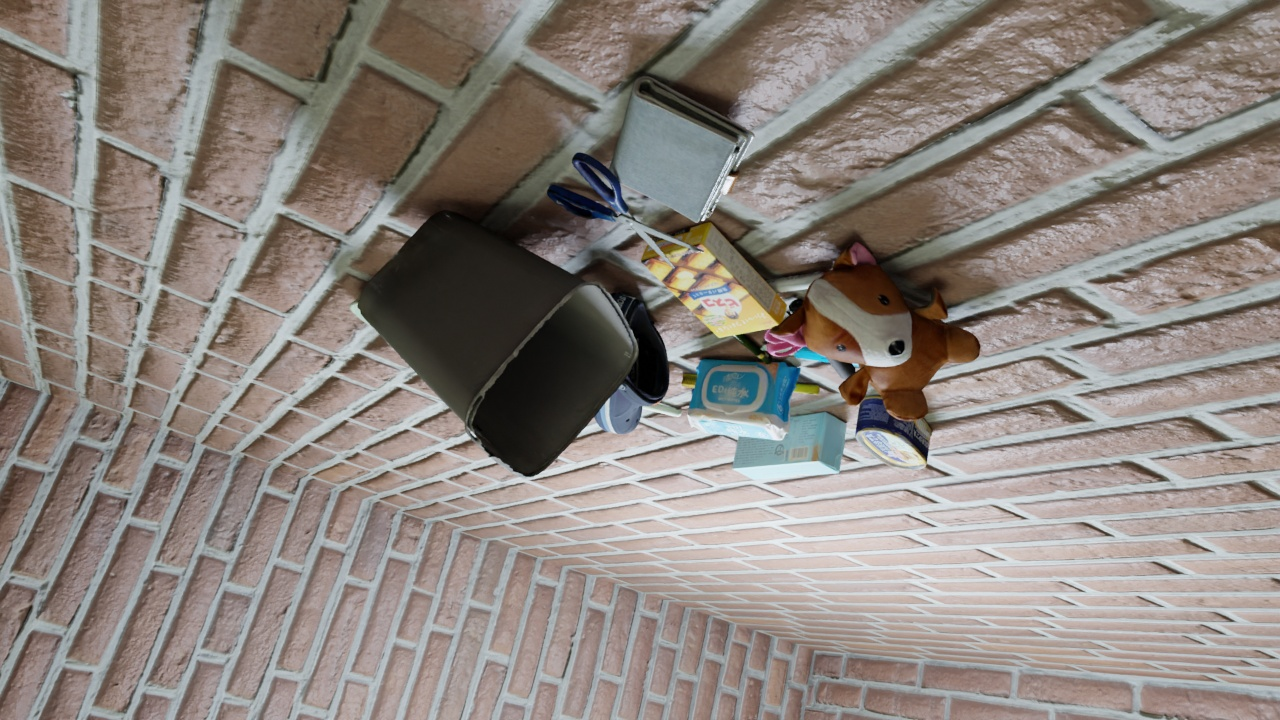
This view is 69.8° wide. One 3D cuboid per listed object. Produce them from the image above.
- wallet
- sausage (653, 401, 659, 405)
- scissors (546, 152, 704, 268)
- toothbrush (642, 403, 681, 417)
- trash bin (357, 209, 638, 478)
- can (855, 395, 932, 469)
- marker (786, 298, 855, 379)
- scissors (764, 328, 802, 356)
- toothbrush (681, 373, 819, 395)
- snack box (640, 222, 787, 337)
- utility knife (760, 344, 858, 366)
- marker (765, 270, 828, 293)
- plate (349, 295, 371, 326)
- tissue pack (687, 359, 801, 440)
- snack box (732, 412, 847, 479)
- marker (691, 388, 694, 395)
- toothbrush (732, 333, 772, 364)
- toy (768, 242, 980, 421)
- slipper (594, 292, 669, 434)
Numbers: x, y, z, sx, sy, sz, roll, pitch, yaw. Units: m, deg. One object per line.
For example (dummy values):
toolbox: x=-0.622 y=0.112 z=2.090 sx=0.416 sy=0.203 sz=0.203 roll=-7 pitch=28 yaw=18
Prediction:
wallet: x=0.033 y=-0.173 z=0.766 sx=0.106 sy=0.037 sz=0.130 roll=27 pitch=158 yaw=-1
sausage: x=0.018 y=0.030 z=1.288 sx=0.021 sy=0.021 sz=0.165 roll=12 pitch=158 yaw=7
scissors: x=-0.021 y=-0.139 z=0.858 sx=0.176 sy=0.012 sz=0.162 roll=22 pitch=163 yaw=26
toothbrush: x=-0.028 y=0.055 z=1.385 sx=0.189 sy=0.020 sz=0.029 roll=16 pitch=-171 yaw=-7
trash bin: x=-0.157 y=-0.026 z=0.970 sx=0.220 sy=0.198 sz=0.199 roll=35 pitch=169 yaw=27
can: x=0.336 y=0.098 z=1.217 sx=0.075 sy=0.049 sz=0.148 roll=-3 pitch=153 yaw=38
marker: x=0.202 y=-0.021 z=1.021 sx=0.132 sy=0.022 sz=0.020 roll=44 pitch=-179 yaw=-37
scissors: x=0.195 y=-0.038 z=0.972 sx=0.138 sy=0.017 sz=0.077 roll=-18 pitch=149 yaw=17
toothbrush: x=0.144 y=0.034 z=1.226 sx=0.190 sy=0.016 sz=0.016 roll=4 pitch=157 yaw=24
snack box: x=0.077 y=-0.079 z=0.945 sx=0.087 sy=0.033 sz=0.140 roll=-9 pitch=141 yaw=45
utility knife: x=0.230 y=-0.006 z=1.075 sx=0.186 sy=0.018 sz=0.034 roll=7 pitch=158 yaw=21
marker: x=0.134 y=-0.077 z=0.962 sx=0.145 sy=0.017 sz=0.017 roll=-6 pitch=151 yaw=41
plate: x=-0.288 y=-0.039 z=1.266 sx=0.230 sy=0.027 sz=0.230 roll=19 pitch=167 yaw=4
tissue pack: x=0.130 y=0.047 z=1.167 sx=0.140 sy=0.089 sz=0.063 roll=3 pitch=157 yaw=27
snack box: x=0.214 y=0.126 z=1.329 sx=0.051 sy=0.074 sz=0.175 roll=29 pitch=154 yaw=-32
marker: x=0.085 y=0.070 z=1.351 sx=0.017 sy=0.016 sz=0.146 roll=10 pitch=158 yaw=10
toothbrush: x=0.101 y=-0.039 z=1.082 sx=0.017 sy=0.012 sz=0.185 roll=1 pitch=156 yaw=44
toy: x=0.232 y=-0.023 z=0.898 sx=0.199 sy=0.140 sz=0.130 roll=35 pitch=-171 yaw=-27
slipper: x=-0.007 y=0.007 z=1.137 sx=0.095 sy=0.104 sz=0.253 roll=20 pitch=150 yaw=13
